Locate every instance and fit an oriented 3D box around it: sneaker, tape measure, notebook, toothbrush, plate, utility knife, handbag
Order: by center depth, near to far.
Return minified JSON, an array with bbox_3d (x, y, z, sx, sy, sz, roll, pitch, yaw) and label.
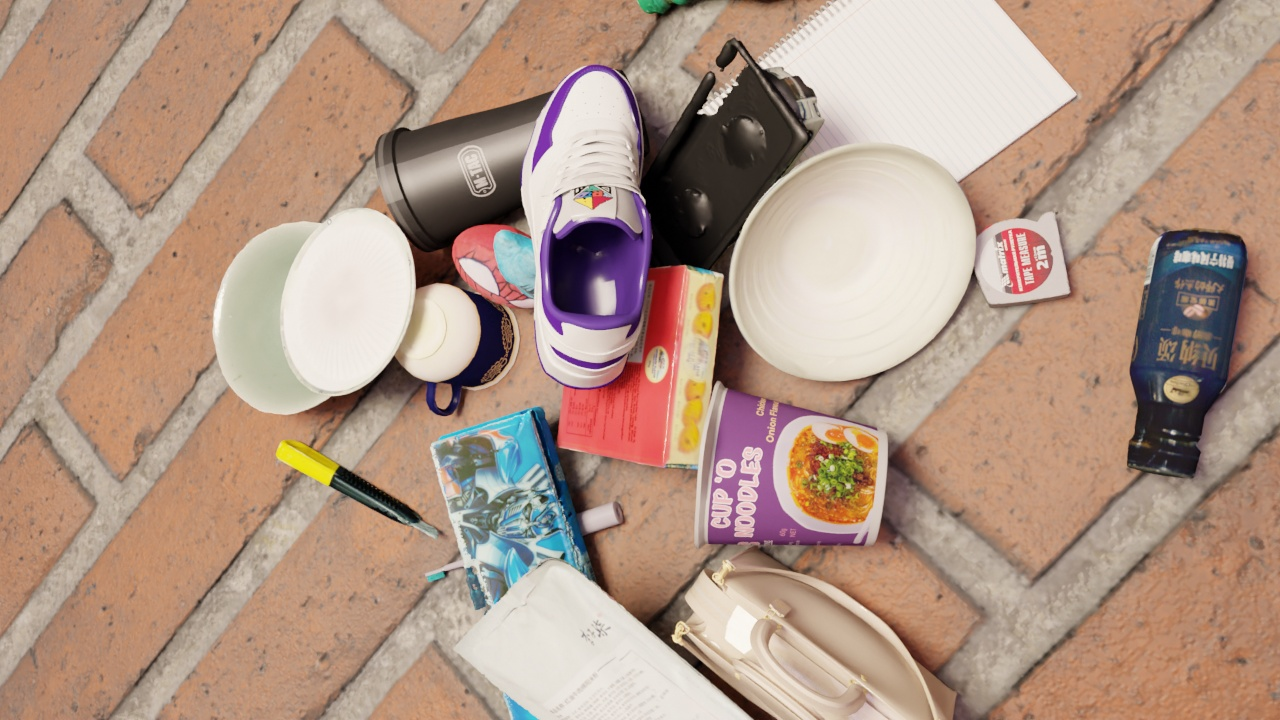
[{"bbox_3d":[0.111,0.202,0.589,0.194,0.198,0.101,34,90,20],"label":"handbag"},{"bbox_3d":[-0.035,-0.108,0.629,0.091,0.111,0.244,2,77,-9],"label":"sneaker"},{"bbox_3d":[0.269,-0.070,0.654,0.062,0.020,0.060,-10,82,19],"label":"tape measure"},{"bbox_3d":[0.169,-0.190,0.706,0.246,0.013,0.178,-37,75,13],"label":"notebook"},{"bbox_3d":[-0.239,-0.048,0.753,0.157,0.014,0.157,-6,78,30],"label":"plate"},{"bbox_3d":[-0.102,0.155,0.768,0.188,0.018,0.019,-21,84,17],"label":"toothbrush"},{"bbox_3d":[-0.251,0.117,0.820,0.188,0.028,0.020,23,97,21],"label":"utility knife"}]

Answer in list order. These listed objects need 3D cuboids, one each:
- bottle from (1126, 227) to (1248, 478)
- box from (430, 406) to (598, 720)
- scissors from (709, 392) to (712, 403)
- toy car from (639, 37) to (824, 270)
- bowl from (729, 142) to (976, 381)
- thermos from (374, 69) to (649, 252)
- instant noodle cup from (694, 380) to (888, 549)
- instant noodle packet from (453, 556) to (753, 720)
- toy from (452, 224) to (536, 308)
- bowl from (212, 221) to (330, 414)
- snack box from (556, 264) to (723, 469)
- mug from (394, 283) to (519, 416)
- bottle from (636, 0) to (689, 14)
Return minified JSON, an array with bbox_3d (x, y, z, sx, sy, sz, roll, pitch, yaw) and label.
[{"bbox_3d":[0.353,-0.004,0.599,0.056,0.056,0.160,10,89,20],"label":"bottle"},{"bbox_3d":[-0.092,0.166,0.710,0.092,0.085,0.243,-18,88,17],"label":"box"},{"bbox_3d":[0.043,0.021,0.732,0.131,0.022,0.070,25,94,24],"label":"scissors"},{"bbox_3d":[0.066,-0.137,0.675,0.094,0.071,0.192,56,143,16],"label":"toy car"},{"bbox_3d":[0.144,-0.075,0.657,0.176,0.057,0.177,-4,118,-7],"label":"bowl"},{"bbox_3d":[-0.107,-0.169,0.761,0.219,0.105,0.105,-17,80,13],"label":"thermos"},{"bbox_3d":[0.107,0.080,0.647,0.122,0.137,0.121,7,75,10],"label":"instant noodle cup"},{"bbox_3d":[0.007,0.248,0.645,0.269,0.057,0.147,39,123,-4],"label":"instant noodle packet"},{"bbox_3d":[-0.098,-0.073,0.739,0.133,0.092,0.062,18,85,57],"label":"toy"},{"bbox_3d":[-0.295,-0.035,0.829,0.174,0.068,0.174,-3,82,19],"label":"bowl"},{"bbox_3d":[-0.004,0.004,0.699,0.145,0.040,0.142,3,85,53],"label":"snack box"},{"bbox_3d":[-0.163,-0.008,0.767,0.086,0.089,0.112,14,90,20],"label":"mug"},{"bbox_3d":[0.094,-0.319,0.714,0.210,0.068,0.068,-7,83,27],"label":"bottle"}]
